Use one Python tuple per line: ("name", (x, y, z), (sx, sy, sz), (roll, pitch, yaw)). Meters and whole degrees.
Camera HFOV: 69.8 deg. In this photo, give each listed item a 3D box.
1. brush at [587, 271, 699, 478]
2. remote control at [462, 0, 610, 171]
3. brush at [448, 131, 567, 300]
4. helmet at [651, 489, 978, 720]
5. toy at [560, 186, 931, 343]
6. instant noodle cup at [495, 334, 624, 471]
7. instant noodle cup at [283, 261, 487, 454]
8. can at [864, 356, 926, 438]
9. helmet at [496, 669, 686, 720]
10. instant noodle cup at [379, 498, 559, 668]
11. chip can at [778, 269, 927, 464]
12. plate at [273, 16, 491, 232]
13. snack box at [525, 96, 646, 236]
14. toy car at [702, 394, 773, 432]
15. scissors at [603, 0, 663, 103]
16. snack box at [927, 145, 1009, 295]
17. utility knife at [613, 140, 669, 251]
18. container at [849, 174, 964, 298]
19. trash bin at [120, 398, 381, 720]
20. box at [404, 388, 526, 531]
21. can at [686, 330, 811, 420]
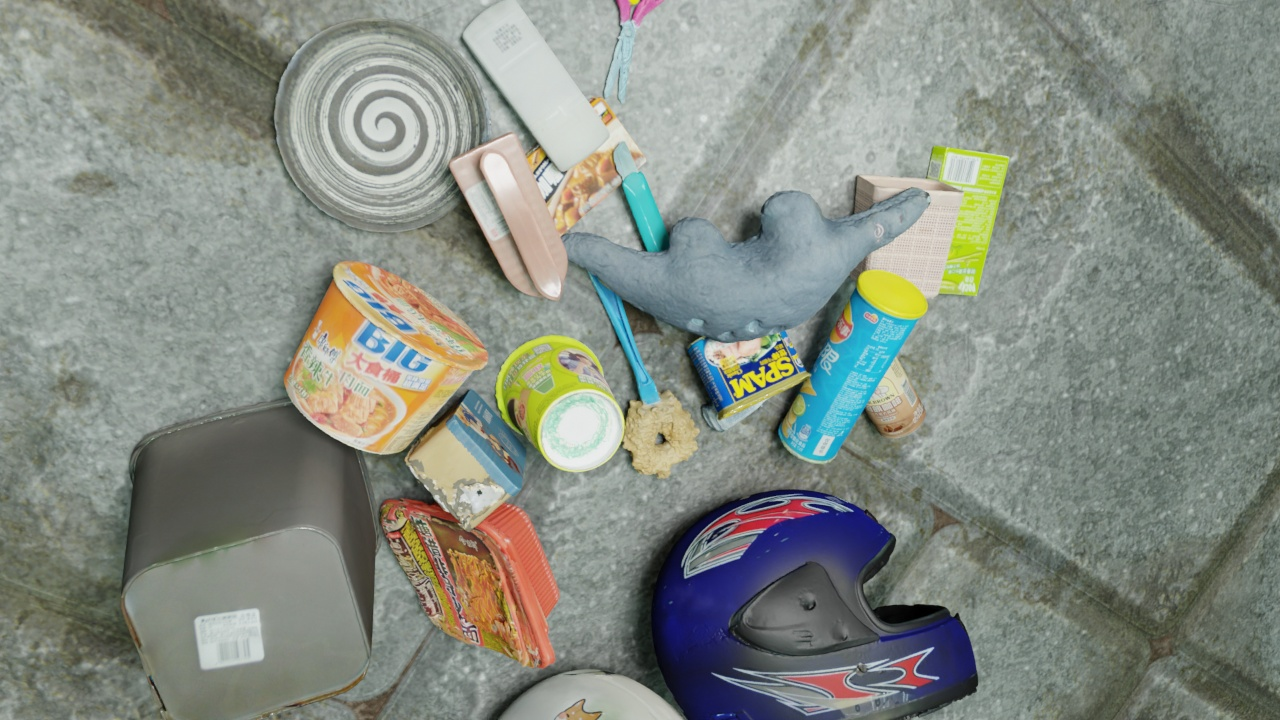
("brush", (-0.006, 0.005, 0.928), (0.083, 0.046, 0.255), (-22, 109, -7))
("remote control", (-0.091, -0.241, 0.806), (0.058, 0.021, 0.150), (-37, 101, -3))
("brush", (-0.107, -0.119, 0.798), (0.063, 0.073, 0.146), (-28, 114, -10))
("helmet", (0.166, 0.252, 0.947), (0.315, 0.247, 0.240), (-11, 79, -4))
("toy", (0.105, -0.087, 0.869), (0.356, 0.091, 0.138), (-11, 106, -1))
("instant noodle cup", (-0.071, 0.045, 0.866), (0.111, 0.123, 0.112), (-6, 109, -17))
("instant noodle cup", (-0.225, 0.002, 0.792), (0.151, 0.151, 0.111), (32, 102, -25))
("can", (0.267, 0.029, 1.016), (0.058, 0.058, 0.116), (-38, 115, -5))
("helmet", (-0.024, 0.415, 0.952), (0.156, 0.274, 0.230), (-62, 151, -29))
("instant noodle cup", (-0.152, 0.199, 0.879), (0.078, 0.189, 0.164), (-38, 121, -40))
("chip can", (0.212, 0.011, 0.939), (0.071, 0.071, 0.211), (4, 132, -21))
("plate", (-0.219, -0.201, 0.790), (0.179, 0.024, 0.179), (-5, 109, -16))
("snack box", (-0.075, -0.166, 0.850), (0.153, 0.026, 0.075), (-41, 115, -3))
("toy car", (0.109, 0.040, 0.979), (0.090, 0.034, 0.043), (-36, 112, -7))
("scissors", (-0.003, -0.301, 0.840), (0.073, 0.017, 0.137), (-6, 113, -28))
("snack box", (0.345, -0.150, 1.003), (0.085, 0.026, 0.156), (2, 106, -20))
("utility knife", (0.012, -0.130, 0.885), (0.029, 0.013, 0.182), (-29, 125, -7))
("container", (0.267, -0.127, 0.942), (0.090, 0.089, 0.111), (3, 109, -3))
("trash bin", (-0.321, 0.167, 0.767), (0.198, 0.220, 0.199), (-14, 113, -15))
("box", (-0.152, 0.084, 0.827), (0.061, 0.184, 0.090), (-40, 101, 3))
("can", (0.108, 0.002, 0.936), (0.102, 0.057, 0.083), (-24, 82, -11))
